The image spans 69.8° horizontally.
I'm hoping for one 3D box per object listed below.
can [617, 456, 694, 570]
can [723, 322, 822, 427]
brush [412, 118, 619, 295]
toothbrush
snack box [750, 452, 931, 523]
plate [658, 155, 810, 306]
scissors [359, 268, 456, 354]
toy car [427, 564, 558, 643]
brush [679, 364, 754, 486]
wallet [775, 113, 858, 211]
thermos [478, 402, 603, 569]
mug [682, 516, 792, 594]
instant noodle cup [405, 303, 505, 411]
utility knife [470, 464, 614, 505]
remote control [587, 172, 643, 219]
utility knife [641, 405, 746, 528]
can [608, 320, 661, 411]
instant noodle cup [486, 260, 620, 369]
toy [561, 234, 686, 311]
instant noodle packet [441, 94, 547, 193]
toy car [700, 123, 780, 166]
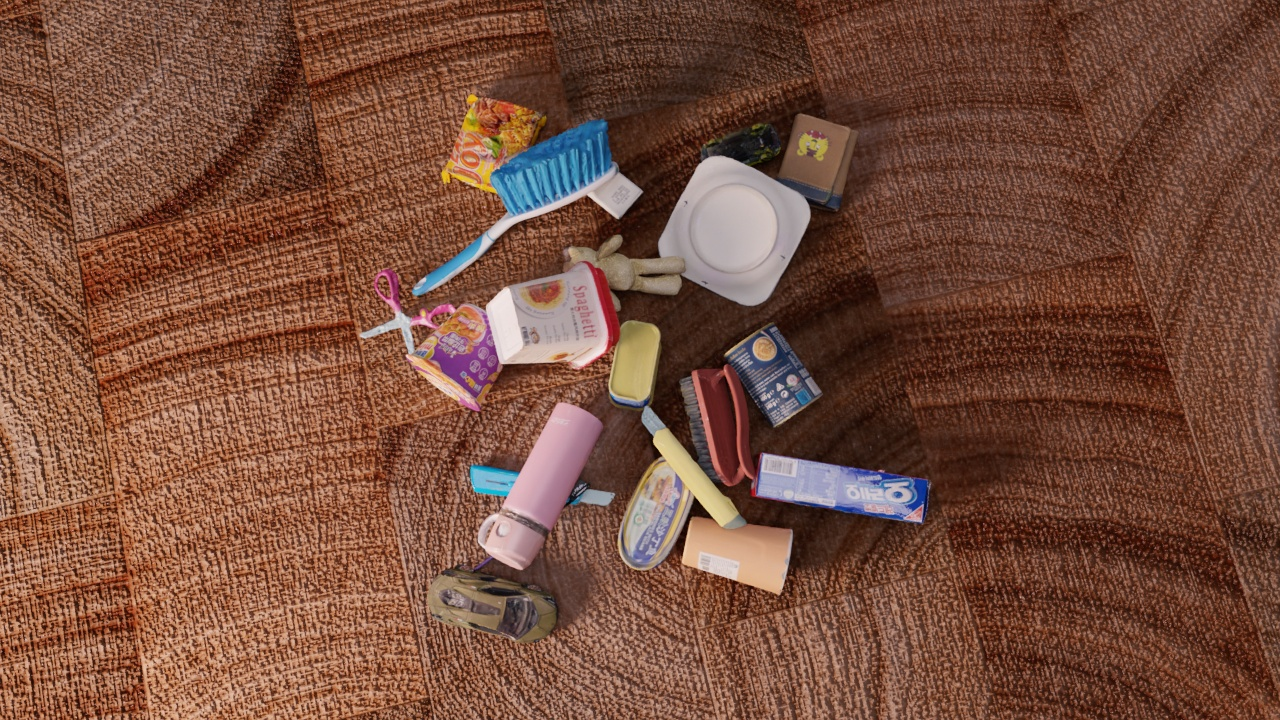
[{"bbox_3d":[0.021,0.185,1.120,0.074,0.049,0.148,24,82,3],"label":"can"},{"bbox_3d":[0.164,0.019,1.132,0.075,0.075,0.111,-33,83,-5],"label":"can"},{"bbox_3d":[-0.166,-0.189,1.152,0.314,0.109,0.060,-26,41,-2],"label":"brush"},{"bbox_3d":[-0.139,0.206,1.127,0.189,0.014,0.017,-37,86,2],"label":"toothbrush"},{"bbox_3d":[0.242,0.156,1.120,0.207,0.058,0.057,9,81,2],"label":"snack box"},{"bbox_3d":[0.119,-0.166,1.166,0.163,0.034,0.164,27,94,4],"label":"plate"},{"bbox_3d":[-0.298,-0.056,1.166,0.133,0.017,0.134,-18,94,10],"label":"scissors"},{"bbox_3d":[-0.177,0.295,1.104,0.158,0.042,0.070,13,93,-1],"label":"toy car"},{"bbox_3d":[0.100,0.081,1.121,0.069,0.063,0.145,-17,81,35],"label":"brush"},{"bbox_3d":[0.230,-0.258,1.197,0.090,0.033,0.115,17,78,4],"label":"wallet"},{"bbox_3d":[-0.123,0.149,1.104,0.087,0.067,0.198,12,67,38],"label":"thermos"},{"bbox_3d":[0.115,0.230,1.103,0.123,0.078,0.078,11,81,6],"label":"mug"},{"bbox_3d":[-0.212,-0.008,1.126,0.111,0.112,0.099,36,74,5],"label":"instant noodle cup"},{"bbox_3d":[-0.122,0.159,1.141,0.182,0.018,0.034,8,81,0],"label":"utility knife"},{"bbox_3d":[-0.059,-0.240,1.198,0.125,0.024,0.049,39,85,5],"label":"remote control"},{"bbox_3d":[0.059,0.129,1.093,0.031,0.019,0.183,-38,87,-10],"label":"utility knife"},{"bbox_3d":[-0.007,0.007,1.130,0.057,0.083,0.102,10,81,2],"label":"can"},{"bbox_3d":[-0.107,-0.048,1.088,0.124,0.117,0.116,-9,79,-32],"label":"instant noodle cup"},{"bbox_3d":[-0.021,-0.115,1.162,0.157,0.066,0.105,5,126,1],"label":"toy"},{"bbox_3d":[-0.193,-0.278,1.195,0.111,0.044,0.128,19,82,7],"label":"instant noodle packet"},{"bbox_3d":[0.131,-0.273,1.199,0.105,0.032,0.048,-17,82,9],"label":"toy car"}]
